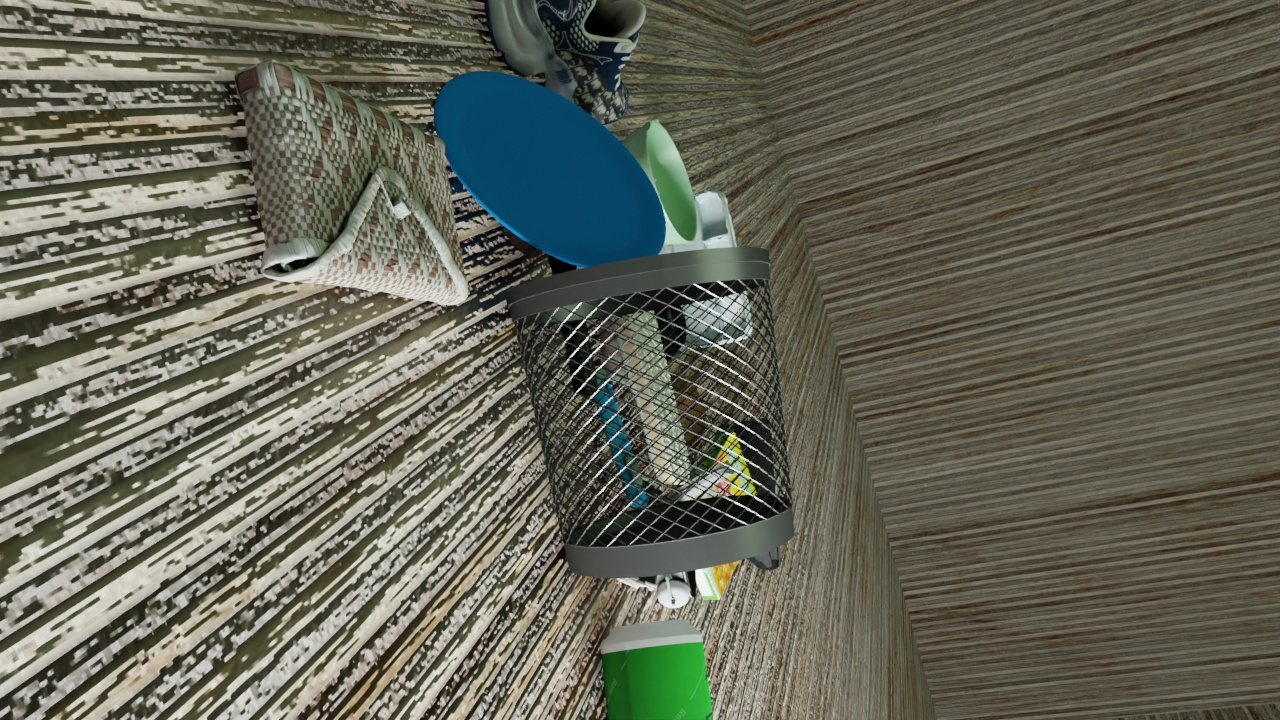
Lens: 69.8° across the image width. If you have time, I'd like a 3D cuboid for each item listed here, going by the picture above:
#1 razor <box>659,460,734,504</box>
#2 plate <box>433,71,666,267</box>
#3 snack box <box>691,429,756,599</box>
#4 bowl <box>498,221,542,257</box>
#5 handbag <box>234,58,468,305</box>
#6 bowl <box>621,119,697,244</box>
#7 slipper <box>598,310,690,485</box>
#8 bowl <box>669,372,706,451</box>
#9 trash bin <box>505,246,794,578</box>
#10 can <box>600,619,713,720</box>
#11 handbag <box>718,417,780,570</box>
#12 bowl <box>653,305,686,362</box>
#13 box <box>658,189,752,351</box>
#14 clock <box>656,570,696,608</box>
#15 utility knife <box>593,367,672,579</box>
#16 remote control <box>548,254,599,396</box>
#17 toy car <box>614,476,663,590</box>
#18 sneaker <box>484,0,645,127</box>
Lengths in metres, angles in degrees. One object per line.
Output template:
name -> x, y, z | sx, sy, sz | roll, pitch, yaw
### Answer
razor -> 0.036, 0.096, 1.010 | 0.116, 0.088, 0.047 | 59, 16, 10
plate -> -0.076, -0.157, 0.779 | 0.224, 0.024, 0.223 | 25, 41, -24
snack box -> 0.095, 0.183, 1.109 | 0.167, 0.027, 0.132 | -50, 126, -50
bowl -> -0.099, -0.155, 0.832 | 0.119, 0.032, 0.119 | -13, 90, -72
handbag -> -0.167, -0.102, 0.575 | 0.185, 0.047, 0.124 | 4, 73, -71
bowl -> 0.007, -0.204, 1.103 | 0.150, 0.077, 0.151 | -15, 90, -70
slipper -> -0.006, 0.006, 0.962 | 0.115, 0.052, 0.263 | 6, 67, -73
bowl -> 0.064, 0.062, 1.163 | 0.114, 0.026, 0.102 | 1, 76, -71
trash bin -> 0.015, 0.042, 0.755 | 0.217, 0.218, 0.227 | -7, 87, -71
can -> 0.016, 0.291, 0.762 | 0.087, 0.088, 0.139 | 36, 44, -63
handbag -> 0.176, 0.214, 1.332 | 0.196, 0.072, 0.175 | 62, 23, -48
bowl -> 0.022, -0.044, 1.073 | 0.124, 0.053, 0.124 | -13, 90, -72
box -> 0.073, -0.118, 1.198 | 0.129, 0.105, 0.210 | -14, 90, -68
clock -> 0.032, 0.198, 0.927 | 0.122, 0.035, 0.094 | -63, 144, -75
utility knife -> -0.011, 0.103, 0.874 | 0.031, 0.015, 0.220 | 0, 64, -45
remote control -> -0.064, -0.040, 0.881 | 0.034, 0.013, 0.150 | 12, 66, -70
toy car -> -0.003, 0.165, 0.876 | 0.039, 0.039, 0.112 | 29, 41, -26
sneaker -> -0.049, -0.323, 0.942 | 0.269, 0.132, 0.103 | 28, 49, -68
